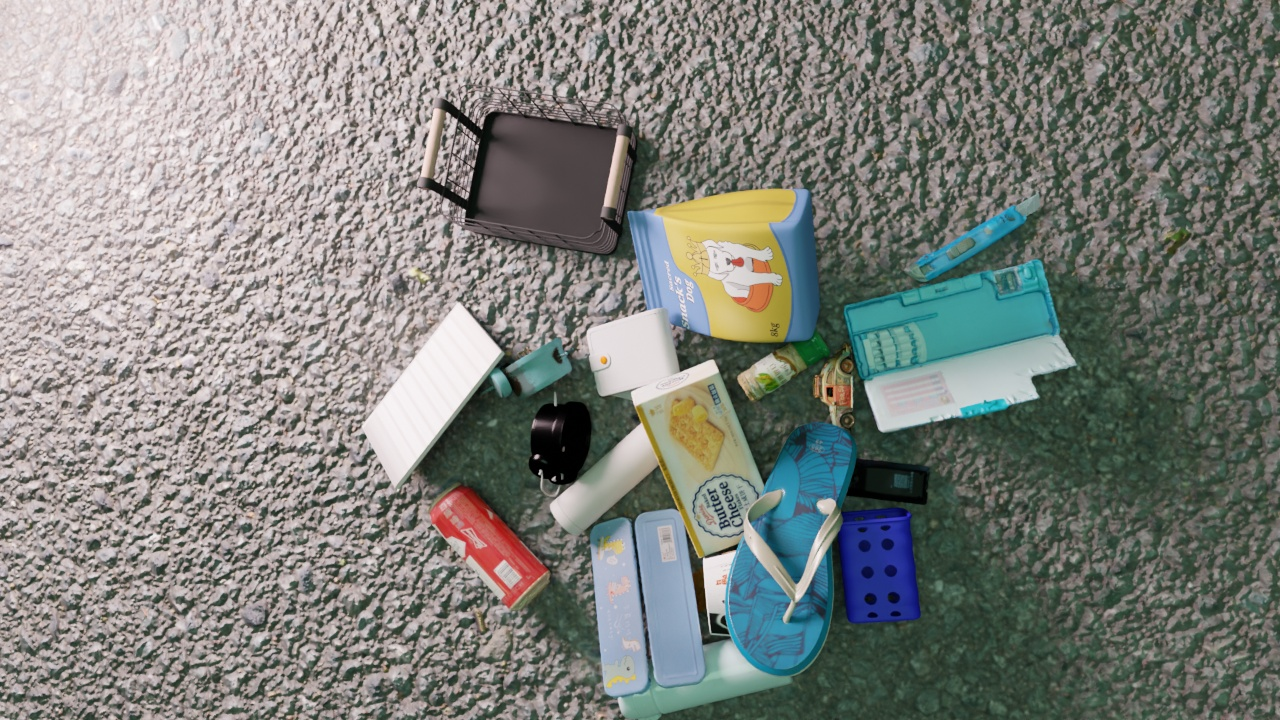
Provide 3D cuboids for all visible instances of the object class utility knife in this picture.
[{"bbox_3d":[0.393,-0.143,1.077,0.175,0.015,0.031,-33,87,6],"label":"utility knife"}]

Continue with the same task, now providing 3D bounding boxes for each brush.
[{"bbox_3d":[0.064,0.287,1.114,0.126,0.017,0.048,-36,82,7],"label":"brush"}]

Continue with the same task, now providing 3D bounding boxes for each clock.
[{"bbox_3d":[-0.100,0.105,1.115,0.043,0.091,0.120,5,76,20],"label":"clock"},{"bbox_3d":[-0.142,0.016,1.130,0.124,0.090,0.053,-30,93,7],"label":"clock"}]

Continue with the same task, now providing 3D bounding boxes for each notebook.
[{"bbox_3d":[-0.264,0.039,1.148,0.210,0.009,0.142,-51,43,4],"label":"notebook"}]

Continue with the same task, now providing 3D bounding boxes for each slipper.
[{"bbox_3d":[0.161,0.185,0.985,0.118,0.060,0.294,6,59,27],"label":"slipper"}]

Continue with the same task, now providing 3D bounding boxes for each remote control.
[{"bbox_3d":[0.263,0.139,1.083,0.150,0.022,0.047,5,88,10],"label":"remote control"}]

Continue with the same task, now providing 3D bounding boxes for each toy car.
[{"bbox_3d":[0.228,0.036,1.081,0.047,0.047,0.112,-1,87,8],"label":"toy car"}]

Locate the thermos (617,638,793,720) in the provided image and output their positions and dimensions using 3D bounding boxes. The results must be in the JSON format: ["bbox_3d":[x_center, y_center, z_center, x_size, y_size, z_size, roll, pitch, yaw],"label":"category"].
[{"bbox_3d":[0.072,0.372,1.085,0.207,0.065,0.078,-17,101,9],"label":"thermos"}]

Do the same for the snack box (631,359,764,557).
[{"bbox_3d":[0.075,0.115,1.063,0.104,0.057,0.208,-22,104,3],"label":"snack box"}]

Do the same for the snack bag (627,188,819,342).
[{"bbox_3d":[0.096,-0.107,1.058,0.205,0.102,0.159,1,126,19],"label":"snack bag"}]

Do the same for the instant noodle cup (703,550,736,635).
[{"bbox_3d":[0.136,0.263,1.043,0.122,0.123,0.123,-6,86,5],"label":"instant noodle cup"}]

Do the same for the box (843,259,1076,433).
[{"bbox_3d":[0.363,-0.011,1.048,0.227,0.072,0.181,-14,63,9],"label":"box"}]

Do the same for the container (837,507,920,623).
[{"bbox_3d":[0.270,0.232,1.046,0.084,0.085,0.113,-6,87,11],"label":"container"}]

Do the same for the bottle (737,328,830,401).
[{"bbox_3d":[0.170,0.005,1.096,0.111,0.043,0.043,-34,82,7],"label":"bottle"}]

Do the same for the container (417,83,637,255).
[{"bbox_3d":[-0.126,-0.231,1.115,0.241,0.130,0.163,11,89,11],"label":"container"}]

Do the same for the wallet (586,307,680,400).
[{"bbox_3d":[-0.007,0.006,1.111,0.119,0.037,0.115,-15,83,35],"label":"wallet"}]

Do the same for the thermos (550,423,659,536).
[{"bbox_3d":[-0.012,0.123,1.118,0.224,0.052,0.052,-42,81,6],"label":"thermos"}]

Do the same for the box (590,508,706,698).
[{"bbox_3d":[0.004,0.284,1.084,0.127,0.034,0.208,-12,64,9],"label":"box"}]

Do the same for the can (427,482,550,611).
[{"bbox_3d":[-0.188,0.230,1.137,0.170,0.067,0.067,45,95,9],"label":"can"}]
